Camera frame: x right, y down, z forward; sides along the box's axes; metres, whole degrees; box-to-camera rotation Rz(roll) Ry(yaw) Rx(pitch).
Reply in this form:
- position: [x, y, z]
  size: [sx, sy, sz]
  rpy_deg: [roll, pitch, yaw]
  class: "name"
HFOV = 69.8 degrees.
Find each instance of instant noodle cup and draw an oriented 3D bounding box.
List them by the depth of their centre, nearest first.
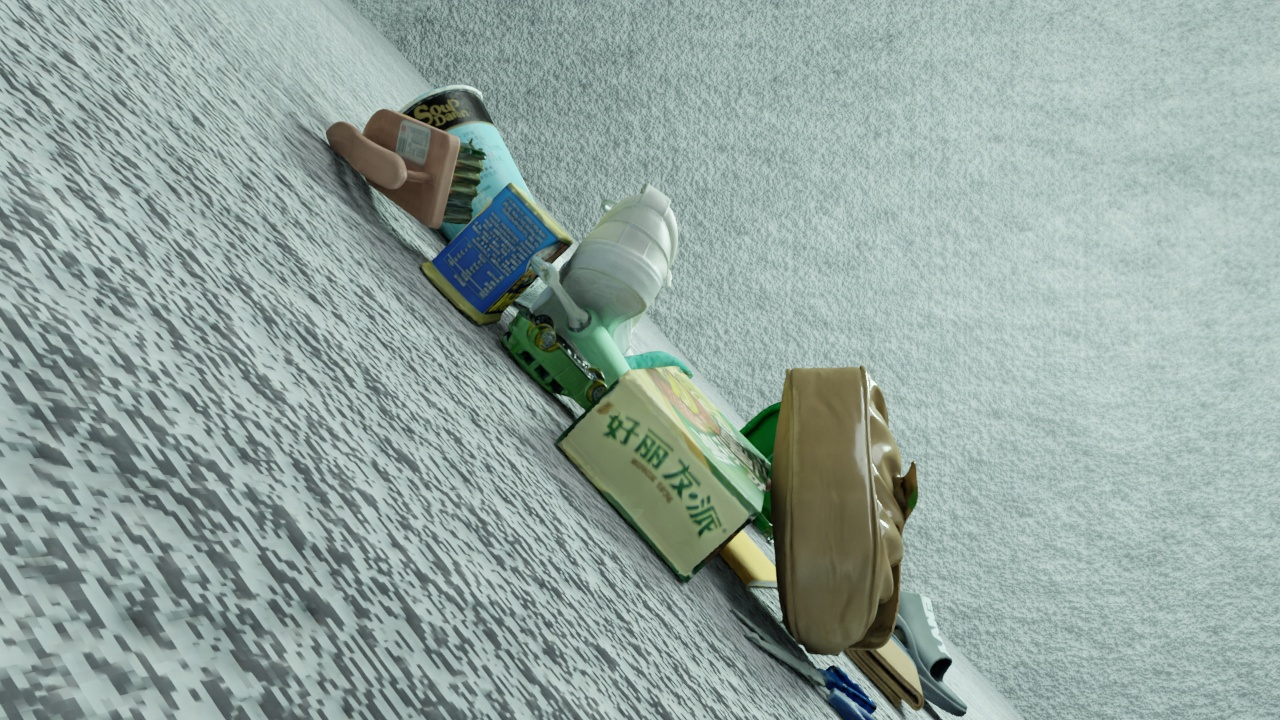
- position: [-0.154, -0.157, 0.803]
  size: [0.120, 0.111, 0.111]
  rpy_deg: [57, 7, 13]
  class: "instant noodle cup"

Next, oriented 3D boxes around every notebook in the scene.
- position: [0.041, 0.109, 0.777]
  size: [0.206, 0.010, 0.146]
  rpy_deg: [48, 5, 23]
  class: "notebook"

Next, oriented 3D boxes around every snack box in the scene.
- position: [0.027, 0.065, 0.634]
  size: [0.114, 0.063, 0.240]
  rpy_deg: [46, 7, 7]
  class: "snack box"

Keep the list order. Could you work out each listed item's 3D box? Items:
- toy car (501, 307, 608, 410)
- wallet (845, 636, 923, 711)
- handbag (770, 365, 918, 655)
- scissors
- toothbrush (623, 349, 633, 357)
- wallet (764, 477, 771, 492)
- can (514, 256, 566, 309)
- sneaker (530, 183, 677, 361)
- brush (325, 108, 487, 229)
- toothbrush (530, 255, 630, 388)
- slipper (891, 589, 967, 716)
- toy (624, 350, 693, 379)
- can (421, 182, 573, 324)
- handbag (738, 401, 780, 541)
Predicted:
- position: [-0.057, 0.002, 0.638]
  size: [0.091, 0.036, 0.043]
  rpy_deg: [43, 4, -13]
  class: "toy car"
- position: [0.225, 0.279, 0.861]
  size: [0.090, 0.033, 0.115]
  rpy_deg: [45, 5, 11]
  class: "wallet"
- position: [0.143, 0.105, 0.659]
  size: [0.148, 0.100, 0.204]
  rpy_deg: [79, 16, -48]
  class: "handbag"
- position: [0.115, 0.206, 0.605]
  size: [0.171, 0.012, 0.140]
  rpy_deg: [46, 6, 4]
  class: "scissors"
- position: [-0.012, 0.008, 0.967]
  size: [0.221, 0.026, 0.026]
  rpy_deg: [55, -4, 33]
  class: "toothbrush"
- position: [0.083, 0.081, 0.941]
  size: [0.124, 0.032, 0.101]
  rpy_deg: [51, 4, 23]
  class: "wallet"
- position: [-0.101, -0.079, 0.814]
  size: [0.058, 0.058, 0.146]
  rpy_deg: [47, 4, 13]
  class: "can"
- position: [-0.026, -0.065, 0.726]
  size: [0.089, 0.090, 0.243]
  rpy_deg: [27, -18, -5]
  class: "sneaker"
- position: [-0.172, -0.144, 0.655]
  size: [0.073, 0.063, 0.146]
  rpy_deg: [2, 22, -40]
  class: "brush"
- position: [-0.036, -0.015, 0.686]
  size: [0.027, 0.026, 0.224]
  rpy_deg: [37, -10, 27]
  class: "toothbrush"
- position: [0.278, 0.278, 1.040]
  size: [0.268, 0.083, 0.110]
  rpy_deg: [47, 6, 30]
  class: "slipper"
- position: [-0.005, 0.005, 0.921]
  size: [0.091, 0.030, 0.096]
  rpy_deg: [-5, 17, -26]
  class: "toy"
- position: [-0.097, -0.075, 0.646]
  size: [0.057, 0.083, 0.102]
  rpy_deg: [46, 4, -2]
  class: "can"
- position: [0.155, 0.118, 1.004]
  size: [0.068, 0.131, 0.120]
  rpy_deg: [38, 12, -36]
  class: "handbag"
